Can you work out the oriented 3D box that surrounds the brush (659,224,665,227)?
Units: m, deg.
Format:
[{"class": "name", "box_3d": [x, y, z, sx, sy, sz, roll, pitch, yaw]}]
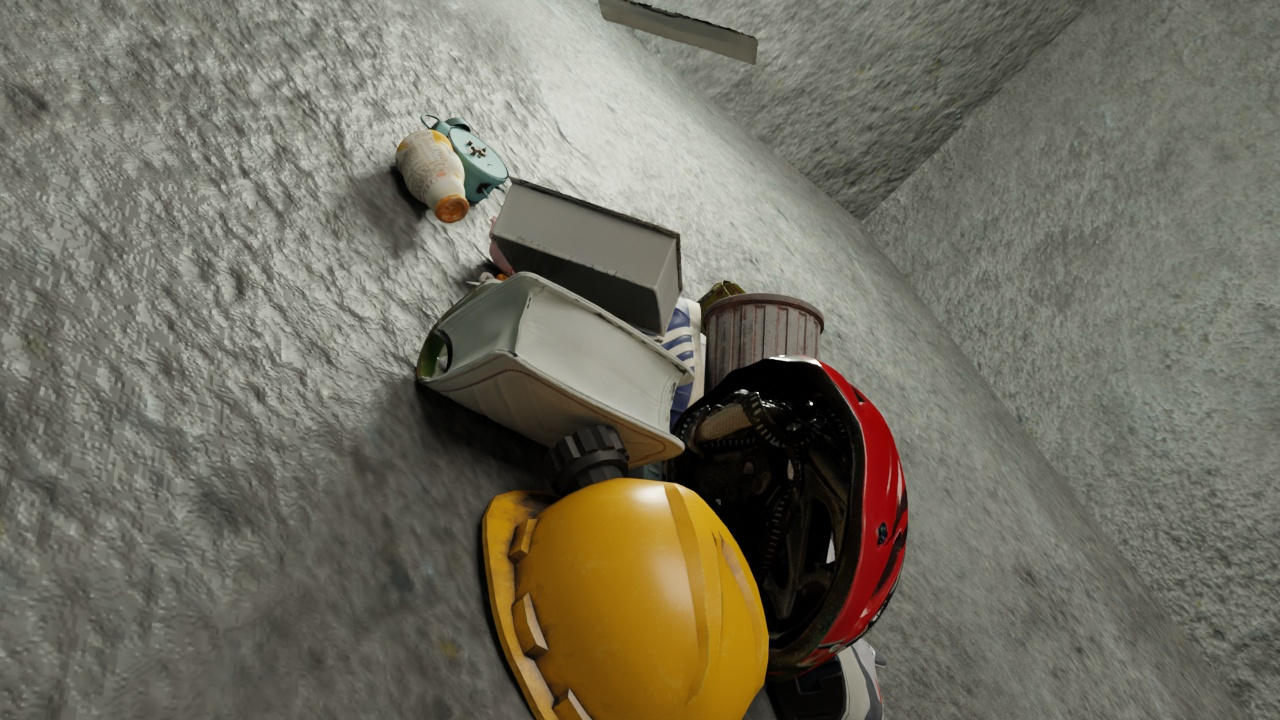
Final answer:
[{"class": "brush", "box_3d": [-0.024, -0.099, 1.035, 0.045, 0.143, 0.008, -1, 48, -50]}]

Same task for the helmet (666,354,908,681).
[{"class": "helmet", "box_3d": [0.122, 0.129, 0.766, 0.167, 0.218, 0.271, 26, 56, -37]}]

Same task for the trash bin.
[{"class": "trash bin", "box_3d": [0.127, 0.035, 0.971, 0.130, 0.131, 0.210, 25, 61, -40]}]

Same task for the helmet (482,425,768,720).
[{"class": "helmet", "box_3d": [0.009, 0.161, 0.654, 0.205, 0.132, 0.255, 19, 35, -49]}]

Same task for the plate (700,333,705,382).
[{"class": "plate", "box_3d": [0.076, 0.021, 1.089, 0.134, 0.011, 0.134, 29, 48, -39]}]

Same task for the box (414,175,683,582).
[{"class": "box", "box_3d": [-0.097, 0.050, 0.881, 0.169, 0.404, 0.171, 19, 3, 8]}]

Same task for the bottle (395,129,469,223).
[{"class": "bottle", "box_3d": [-0.216, -0.192, 0.967, 0.063, 0.063, 0.108, 16, 36, -51]}]

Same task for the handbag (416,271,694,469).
[{"class": "handbag", "box_3d": [-0.067, 0.016, 0.766, 0.198, 0.142, 0.096, 30, 57, -35]}]

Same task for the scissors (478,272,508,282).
[{"class": "scissors", "box_3d": [-0.123, -0.044, 0.938, 0.070, 0.013, 0.130, 8, 41, -56]}]

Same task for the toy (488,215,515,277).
[{"class": "toy", "box_3d": [-0.128, -0.108, 0.998, 0.110, 0.047, 0.063, 41, 19, -29]}]

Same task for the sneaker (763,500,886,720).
[{"class": "sneaker", "box_3d": [0.171, 0.252, 0.858, 0.124, 0.089, 0.239, 43, 28, -32]}]

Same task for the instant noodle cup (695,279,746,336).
[{"class": "instant noodle cup", "box_3d": [0.097, -0.045, 1.201, 0.102, 0.108, 0.102, 35, 25, -19]}]

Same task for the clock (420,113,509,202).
[{"class": "clock", "box_3d": [-0.211, -0.240, 1.075, 0.124, 0.053, 0.089, 44, 21, -3]}]

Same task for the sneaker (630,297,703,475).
[{"class": "sneaker", "box_3d": [-0.005, 0.005, 0.966, 0.118, 0.092, 0.232, 19, 47, -14]}]

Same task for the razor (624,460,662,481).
[{"class": "razor", "box_3d": [-0.002, 0.115, 0.839, 0.047, 0.052, 0.142, 32, 35, -25]}]
